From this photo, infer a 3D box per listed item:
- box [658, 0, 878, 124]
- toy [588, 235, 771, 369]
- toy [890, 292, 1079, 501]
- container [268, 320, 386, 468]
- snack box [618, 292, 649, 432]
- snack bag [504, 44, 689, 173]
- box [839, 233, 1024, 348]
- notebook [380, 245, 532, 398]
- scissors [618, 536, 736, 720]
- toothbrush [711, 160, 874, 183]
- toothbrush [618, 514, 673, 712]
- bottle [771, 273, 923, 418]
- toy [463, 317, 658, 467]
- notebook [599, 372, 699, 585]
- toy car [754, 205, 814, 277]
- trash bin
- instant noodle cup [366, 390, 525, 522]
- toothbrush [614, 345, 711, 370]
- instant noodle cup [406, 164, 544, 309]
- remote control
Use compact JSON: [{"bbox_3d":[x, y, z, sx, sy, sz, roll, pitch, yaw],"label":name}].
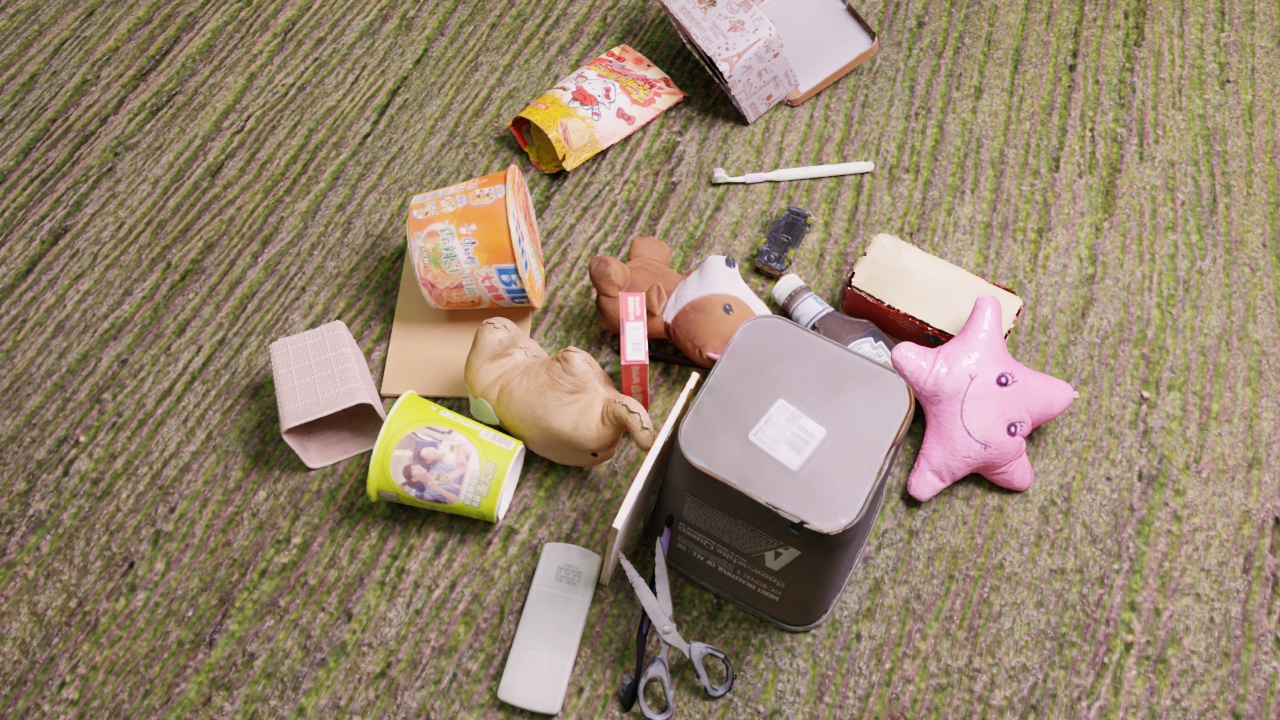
[{"bbox_3d":[0.147,-0.413,1.089,0.205,0.158,0.180,-32,64,7],"label":"box"},{"bbox_3d":[0.053,-0.057,0.927,0.199,0.131,0.139,31,36,18],"label":"toy"},{"bbox_3d":[0.327,0.034,0.867,0.178,0.074,0.194,-8,95,-6],"label":"toy"},{"bbox_3d":[-0.312,0.031,0.918,0.090,0.090,0.111,-20,60,-8],"label":"container"},{"bbox_3d":[-0.005,0.005,0.880,0.025,0.153,0.075,-2,62,0],"label":"snack box"},{"bbox_3d":[-0.053,-0.307,1.108,0.128,0.073,0.207,39,62,21],"label":"snack bag"},{"bbox_3d":[0.300,-0.062,0.947,0.168,0.077,0.091,29,67,16],"label":"box"},{"bbox_3d":[-0.192,-0.054,1.002,0.149,0.012,0.211,1,62,2],"label":"notebook"},{"bbox_3d":[0.021,0.234,0.775,0.163,0.014,0.165,27,99,-21],"label":"scissors"},{"bbox_3d":[0.178,-0.220,1.069,0.189,0.029,0.020,-4,104,-1],"label":"toothbrush"},{"bbox_3d":[0.005,0.216,0.785,0.014,0.189,0.017,-1,18,-42],"label":"toothbrush"},{"bbox_3d":[0.210,-0.014,0.944,0.079,0.044,0.195,-32,64,-18],"label":"bottle"},{"bbox_3d":[-0.070,0.044,0.866,0.226,0.144,0.082,22,53,26],"label":"toy"},{"bbox_3d":[0.004,0.110,0.795,0.010,0.207,0.145,26,65,7],"label":"notebook"},{"bbox_3d":[0.159,-0.133,1.014,0.042,0.035,0.090,25,65,13],"label":"toy car"},{"bbox_3d":[0.119,0.095,0.792,0.199,0.220,0.198,27,67,14],"label":"trash bin"},{"bbox_3d":[-0.179,0.099,0.870,0.123,0.112,0.111,18,64,2],"label":"instant noodle cup"},{"bbox_3d":[0.061,0.002,0.958,0.181,0.016,0.018,10,57,7],"label":"toothbrush"},{"bbox_3d":[-0.170,-0.120,0.953,0.111,0.151,0.151,-8,62,4],"label":"instant noodle cup"},{"bbox_3d":[-0.080,0.241,0.833,0.058,0.021,0.149,13,63,9],"label":"remote control"}]
